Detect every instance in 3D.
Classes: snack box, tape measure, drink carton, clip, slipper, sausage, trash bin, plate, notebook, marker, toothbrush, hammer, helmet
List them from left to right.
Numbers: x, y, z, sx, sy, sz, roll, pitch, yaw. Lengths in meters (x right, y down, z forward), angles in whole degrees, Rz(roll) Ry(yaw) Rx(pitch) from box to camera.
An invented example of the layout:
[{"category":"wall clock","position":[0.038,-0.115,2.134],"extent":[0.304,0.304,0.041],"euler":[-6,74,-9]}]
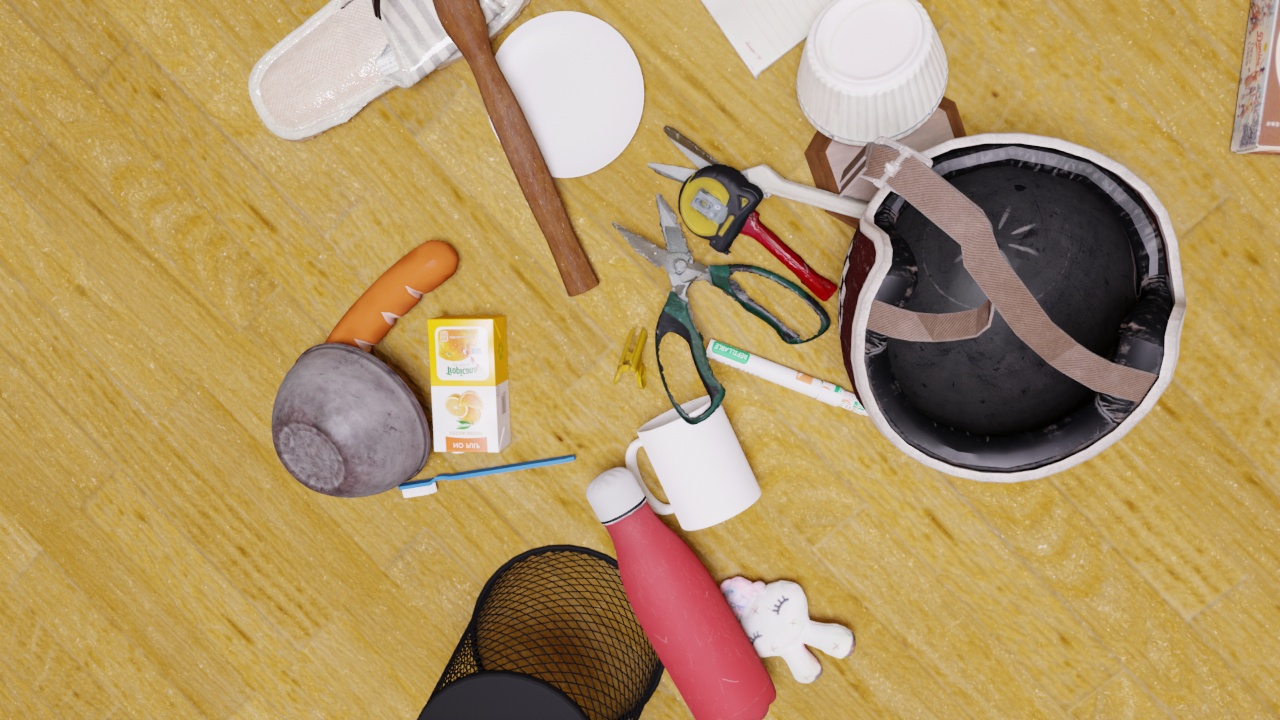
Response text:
[{"category":"slipper","position":[-0.215,-0.276,0.767],"extent":[0.273,0.054,0.114],"euler":[-27,89,11]},{"category":"sausage","position":[-0.225,-0.045,0.806],"extent":[0.164,0.039,0.044],"euler":[-43,96,12]},{"category":"drink carton","position":[-0.149,0.023,0.804],"extent":[0.058,0.040,0.122],"euler":[0,98,8]},{"category":"toothbrush","position":[-0.139,0.104,0.827],"extent":[0.167,0.016,0.014],"euler":[-10,97,9]},{"category":"hammer","position":[-0.112,-0.202,0.741],"extent":[0.115,0.033,0.323],"euler":[-24,106,0]},{"category":"trash bin","position":[-0.081,0.274,0.745],"extent":[0.184,0.210,0.184],"euler":[1,98,8]},{"category":"plate","position":[-0.063,-0.222,0.771],"extent":[0.134,0.011,0.134],"euler":[1,98,8]},{"category":"clip","position":[-0.003,0.003,0.784],"extent":[0.037,0.052,0.046],"euler":[12,130,3]},{"category":"tape measure","position":[0.060,-0.126,0.741],"extent":[0.061,0.034,0.062],"euler":[36,126,9]},{"category":"marker","position":[0.125,0.015,0.776],"extent":[0.145,0.017,0.017],"euler":[21,100,5]},{"category":"notebook","position":[0.133,-0.350,0.725],"extent":[0.209,0.012,0.153],"euler":[-36,92,11]},{"category":"plate","position":[0.201,-0.162,0.735],"extent":[0.131,0.025,0.131],"euler":[1,98,8]},{"category":"helmet","position":[0.238,-0.041,0.630],"extent":[0.233,0.252,0.234],"euler":[16,124,9]},{"category":"snack box","position":[0.527,-0.224,0.672],"extent":[0.143,0.041,0.147],"euler":[4,98,7]}]

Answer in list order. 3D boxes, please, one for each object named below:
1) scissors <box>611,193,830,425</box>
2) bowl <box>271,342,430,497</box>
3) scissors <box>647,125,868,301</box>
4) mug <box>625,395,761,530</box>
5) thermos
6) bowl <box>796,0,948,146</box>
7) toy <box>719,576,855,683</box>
[{"category":"scissors","position":[0.071,-0.057,0.758],"extent":[0.179,0.015,0.206],"euler":[-12,76,-11]},{"category":"bowl","position":[-0.260,0.064,0.784],"extent":[0.145,0.067,0.145],"euler":[12,123,19]},{"category":"scissors","position":[0.104,-0.124,0.751],"extent":[0.180,0.015,0.187],"euler":[-11,109,29]},{"category":"mug","position":[0.035,0.090,0.779],"extent":[0.111,0.073,0.090],"euler":[-22,95,36]},{"category":"thermos","position":[0.028,0.197,0.769],"extent":[0.073,0.073,0.240],"euler":[-29,95,11]},{"category":"bowl","position":[0.173,-0.228,0.692],"extent":[0.115,0.062,0.115],"euler":[-4,76,15]},{"category":"toy","position":[0.121,0.231,0.798],"extent":[0.122,0.038,0.079],"euler":[33,114,7]}]
